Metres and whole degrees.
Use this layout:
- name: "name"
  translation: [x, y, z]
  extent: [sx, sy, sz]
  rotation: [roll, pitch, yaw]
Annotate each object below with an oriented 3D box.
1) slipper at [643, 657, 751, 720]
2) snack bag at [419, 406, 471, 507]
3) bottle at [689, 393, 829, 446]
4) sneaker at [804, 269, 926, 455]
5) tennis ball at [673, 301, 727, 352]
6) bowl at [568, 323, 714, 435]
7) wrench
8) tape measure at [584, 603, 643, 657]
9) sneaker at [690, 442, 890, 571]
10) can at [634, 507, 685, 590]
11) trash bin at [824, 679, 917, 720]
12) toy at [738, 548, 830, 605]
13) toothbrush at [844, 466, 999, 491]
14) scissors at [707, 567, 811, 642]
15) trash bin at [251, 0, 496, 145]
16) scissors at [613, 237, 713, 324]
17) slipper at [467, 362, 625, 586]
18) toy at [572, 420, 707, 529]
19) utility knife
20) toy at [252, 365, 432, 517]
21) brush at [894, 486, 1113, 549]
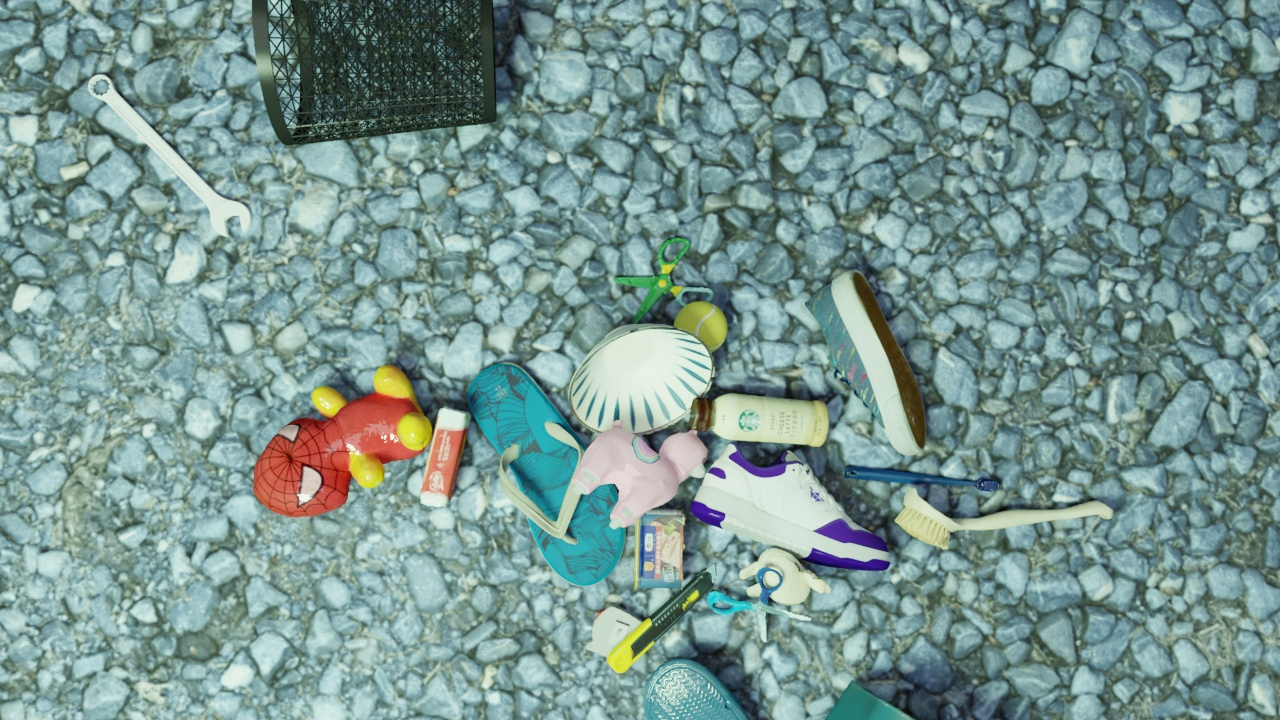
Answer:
- name: "slipper"
  translation: [0.084, 0.439, 1.092]
  extent: [0.104, 0.059, 0.214]
  rotation: [-40, 102, 2]
- name: "snack bag"
  translation: [-0.233, 0.114, 1.095]
  extent: [0.036, 0.077, 0.116]
  rotation: [13, 86, -6]
- name: "bottle"
  translation: [0.142, 0.070, 1.105]
  extent: [0.162, 0.056, 0.056]
  rotation: [5, 87, -7]
- name: "sneaker"
  translation: [0.275, 0.009, 1.119]
  extent: [0.079, 0.087, 0.235]
  rotation: [-23, 91, 32]
- name: "tennis ball"
  translation: [0.073, -0.039, 1.114]
  extent: [0.065, 0.065, 0.065]
  rotation: [0, 87, -1]
- name: "bowl"
  translation: [-0.006, 0.006, 1.093]
  extent: [0.177, 0.177, 0.070]
  rotation: [-20, 47, -2]
- name: "wrench"
  translation: [-0.589, -0.256, 1.146]
  extent: [0.047, 0.009, 0.273]
  rotation: [-45, 88, -3]
- name: "tape measure"
  translation: [-0.030, 0.333, 1.114]
  extent: [0.060, 0.020, 0.062]
  rotation: [21, 87, 0]
- name: "sneaker"
  translation: [0.188, 0.172, 1.100]
  extent: [0.244, 0.092, 0.111]
  rotation: [20, 73, -4]
- name: "can"
  translation: [0.023, 0.225, 1.105]
  extent: [0.059, 0.054, 0.099]
  rotation: [1, 87, -2]
- name: "trash bin"
  translation: [0.265, 0.505, 1.032]
  extent: [0.199, 0.197, 0.218]
  rotation: [32, 80, -1]
- name: "toy"
  translation: [0.173, 0.260, 1.095]
  extent: [0.112, 0.050, 0.087]
  rotation: [-15, 123, 25]
- name: "toothbrush"
  translation: [0.347, 0.146, 1.131]
  extent: [0.190, 0.017, 0.016]
  rotation: [5, 86, 0]
- name: "scissors"
  translation: [0.140, 0.289, 1.091]
  extent: [0.127, 0.014, 0.133]
  rotation: [13, 126, 18]
- name: "trash bin"
  translation: [-0.293, -0.361, 1.065]
  extent: [0.243, 0.217, 0.217]
  rotation: [-2, 87, -8]
- name: "scissors"
  translation: [0.034, -0.092, 1.144]
  extent: [0.127, 0.011, 0.125]
  rotation: [35, 86, 1]
- name: "slipper"
  translation: [-0.111, 0.134, 1.106]
  extent: [0.118, 0.060, 0.295]
  rotation: [-31, 88, -6]
- name: "toy"
  translation: [0.004, 0.122, 1.081]
  extent: [0.123, 0.067, 0.157]
  rotation: [44, 55, 4]
- name: "utility knife"
  translation: [0.030, 0.309, 1.106]
  extent: [0.174, 0.020, 0.029]
  rotation: [-40, 106, -15]
- name: "toy"
  translation: [-0.352, 0.105, 1.079]
  extent: [0.216, 0.099, 0.147]
  rotation: [-31, 53, -4]
- name: "brush"
  translation: [0.442, 0.189, 1.116]
  extent: [0.272, 0.062, 0.077]
  rotation: [0, 103, -5]
